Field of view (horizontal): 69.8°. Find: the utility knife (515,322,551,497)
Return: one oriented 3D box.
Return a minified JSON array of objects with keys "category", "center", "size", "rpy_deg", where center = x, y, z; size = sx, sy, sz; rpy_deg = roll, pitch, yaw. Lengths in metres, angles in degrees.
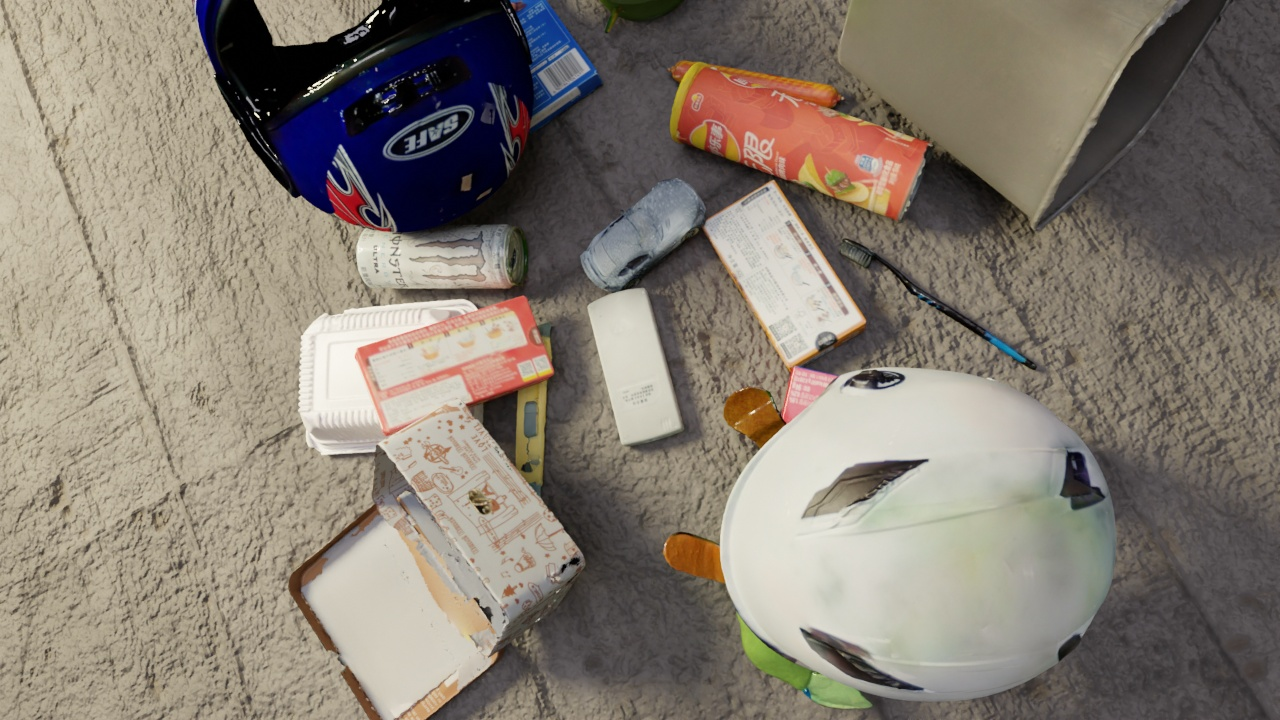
[{"category":"utility knife","center":[-0.095,0.062,0.815],"size":[0.031,0.020,0.195],"rpy_deg":[-2,83,14]}]

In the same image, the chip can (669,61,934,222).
[{"category":"chip can","center":[0.135,-0.186,0.785],"size":[0.217,0.073,0.073],"rpy_deg":[24,85,13]}]

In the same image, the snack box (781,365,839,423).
[{"category":"snack box","center":[0.218,0.053,0.729],"size":[0.208,0.057,0.058],"rpy_deg":[12,85,13]}]

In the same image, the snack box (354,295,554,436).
[{"category":"snack box","center":[-0.156,0.003,0.779],"size":[0.152,0.025,0.075],"rpy_deg":[-20,85,-22]}]

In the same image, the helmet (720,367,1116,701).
[{"category":"helmet","center":[0.197,0.122,0.591],"size":[0.258,0.146,0.229],"rpy_deg":[-4,97,-18]}]

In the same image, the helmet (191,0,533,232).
[{"category":"helmet","center":[-0.206,-0.233,0.737],"size":[0.247,0.316,0.240],"rpy_deg":[-32,84,-8]}]

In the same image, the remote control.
[{"category":"remote control","center":[-0.005,0.005,0.802],"size":[0.056,0.019,0.135],"rpy_deg":[-17,77,8]}]

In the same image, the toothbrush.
[{"category":"toothbrush","center":[0.245,-0.046,0.765],"size":[0.189,0.014,0.016],"rpy_deg":[37,89,15]}]

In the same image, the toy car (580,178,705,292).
[{"category":"toy car","center":[0.002,-0.110,0.805],"size":[0.121,0.036,0.054],"rpy_deg":[-37,73,17]}]

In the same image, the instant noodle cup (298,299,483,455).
[{"category":"instant noodle cup","center":[-0.232,0.011,0.828],"size":[0.173,0.060,0.138],"rpy_deg":[-4,78,9]}]

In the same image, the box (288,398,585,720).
[{"category":"box","center":[-0.172,0.175,0.768],"size":[0.179,0.130,0.273],"rpy_deg":[50,121,15]}]

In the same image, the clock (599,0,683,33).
[{"category":"clock","center":[0.014,-0.385,0.854],"size":[0.161,0.056,0.116],"rpy_deg":[-30,76,5]}]

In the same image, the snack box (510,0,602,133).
[{"category":"snack box","center":[-0.113,-0.302,0.879],"size":[0.084,0.026,0.157],"rpy_deg":[-34,75,3]}]

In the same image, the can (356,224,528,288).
[{"category":"can","center":[-0.180,-0.095,0.837],"size":[0.147,0.058,0.058],"rpy_deg":[1,80,12]}]

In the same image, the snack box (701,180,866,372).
[{"category":"snack box","center":[0.122,-0.073,0.788],"size":[0.075,0.026,0.153],"rpy_deg":[-31,75,5]}]

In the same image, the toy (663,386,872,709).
[{"category":"toy","center":[0.127,0.138,0.694],"size":[0.227,0.090,0.247],"rpy_deg":[3,99,-11]}]

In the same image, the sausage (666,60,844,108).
[{"category":"sausage","center":[0.102,-0.249,0.828],"size":[0.165,0.021,0.021],"rpy_deg":[15,82,13]}]

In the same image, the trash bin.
[{"category":"trash bin","center":[0.291,-0.257,0.694],"size":[0.198,0.199,0.220],"rpy_deg":[-37,66,-24]}]
